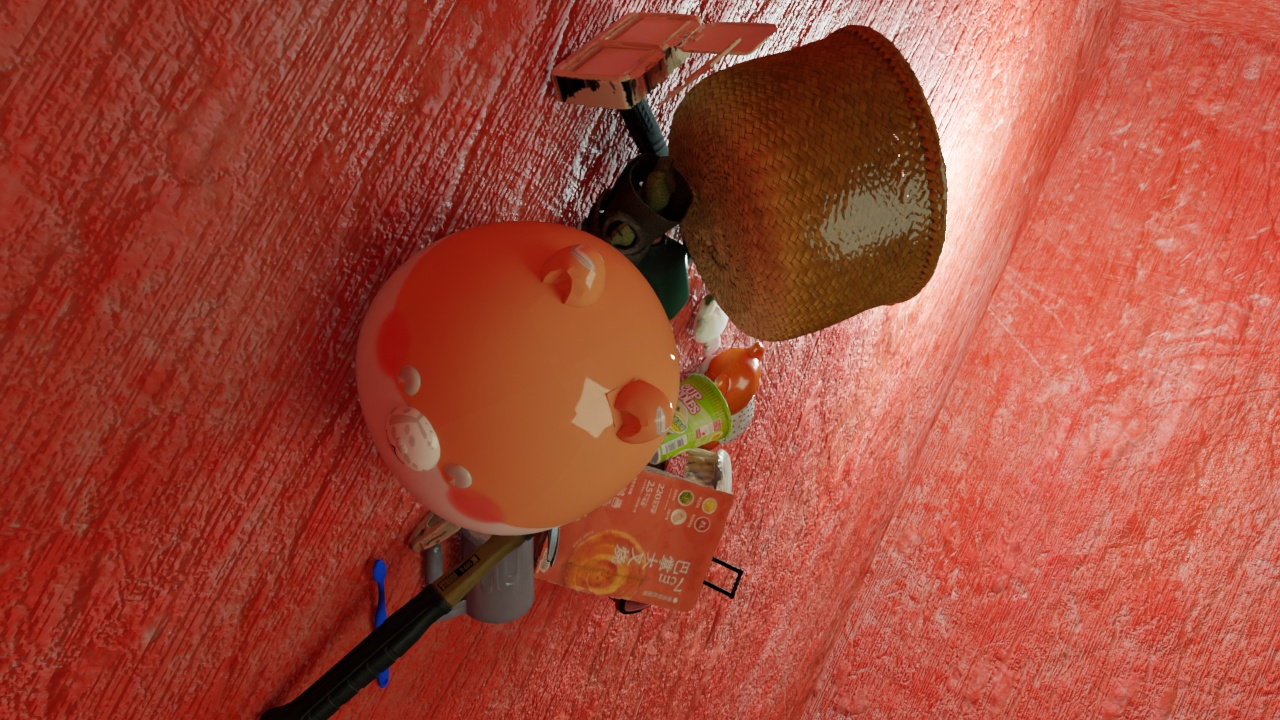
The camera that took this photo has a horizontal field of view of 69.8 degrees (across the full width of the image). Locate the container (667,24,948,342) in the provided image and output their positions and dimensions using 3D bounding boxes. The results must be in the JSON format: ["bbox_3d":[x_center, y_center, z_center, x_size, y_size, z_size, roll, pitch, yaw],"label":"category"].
[{"bbox_3d":[0.158,-0.174,0.964,0.196,0.306,0.307,-20,134,-12],"label":"container"}]

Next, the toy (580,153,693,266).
[{"bbox_3d":[-0.012,-0.147,0.955,0.153,0.078,0.178,-41,-166,39],"label":"toy"}]

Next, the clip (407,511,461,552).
[{"bbox_3d":[-0.208,0.176,0.943,0.060,0.041,0.024,-53,147,-34],"label":"clip"}]

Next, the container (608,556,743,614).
[{"bbox_3d":[0.019,0.260,1.210,0.126,0.201,0.148,7,104,-60],"label":"container"}]

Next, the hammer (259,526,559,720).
[{"bbox_3d":[-0.214,0.246,0.887,0.332,0.118,0.025,-41,140,-18],"label":"hammer"}]

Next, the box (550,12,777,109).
[{"bbox_3d":[0.023,-0.287,0.855,0.143,0.184,0.050,-51,140,-34],"label":"box"}]

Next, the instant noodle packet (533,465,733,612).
[{"bbox_3d":[-0.009,0.207,1.111,0.084,0.221,0.164,-145,-106,-77],"label":"instant noodle packet"}]

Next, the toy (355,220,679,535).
[{"bbox_3d":[-0.096,0.012,0.762,0.264,0.282,0.263,-31,99,-40],"label":"toy"}]

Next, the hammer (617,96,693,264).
[{"bbox_3d":[0.026,-0.222,1.063,0.130,0.032,0.319,-58,149,-14],"label":"hammer"}]

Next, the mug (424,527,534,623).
[{"bbox_3d":[-0.176,0.226,1.005,0.123,0.084,0.104,-10,121,-26],"label":"mug"}]

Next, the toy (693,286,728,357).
[{"bbox_3d":[0.098,-0.058,1.288,0.079,0.038,0.123,-54,150,-46],"label":"toy"}]

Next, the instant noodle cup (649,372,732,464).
[{"bbox_3d":[0.048,0.081,1.197,0.107,0.099,0.099,-25,134,-24],"label":"instant noodle cup"}]

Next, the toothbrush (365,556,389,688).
[{"bbox_3d":[-0.268,0.271,0.939,0.016,0.018,0.183,-31,138,-47],"label":"toothbrush"}]

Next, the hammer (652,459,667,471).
[{"bbox_3d":[0.034,0.113,1.306,0.137,0.035,0.315,-36,138,-43],"label":"hammer"}]

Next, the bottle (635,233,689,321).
[{"bbox_3d":[0.019,-0.110,1.079,0.061,0.061,0.131,-50,154,-24],"label":"bottle"}]

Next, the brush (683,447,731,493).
[{"bbox_3d":[0.102,0.174,1.333,0.271,0.057,0.083,50,42,-78],"label":"brush"}]

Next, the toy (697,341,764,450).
[{"bbox_3d":[0.125,0.048,1.366,0.163,0.093,0.173,-43,156,-31],"label":"toy"}]
